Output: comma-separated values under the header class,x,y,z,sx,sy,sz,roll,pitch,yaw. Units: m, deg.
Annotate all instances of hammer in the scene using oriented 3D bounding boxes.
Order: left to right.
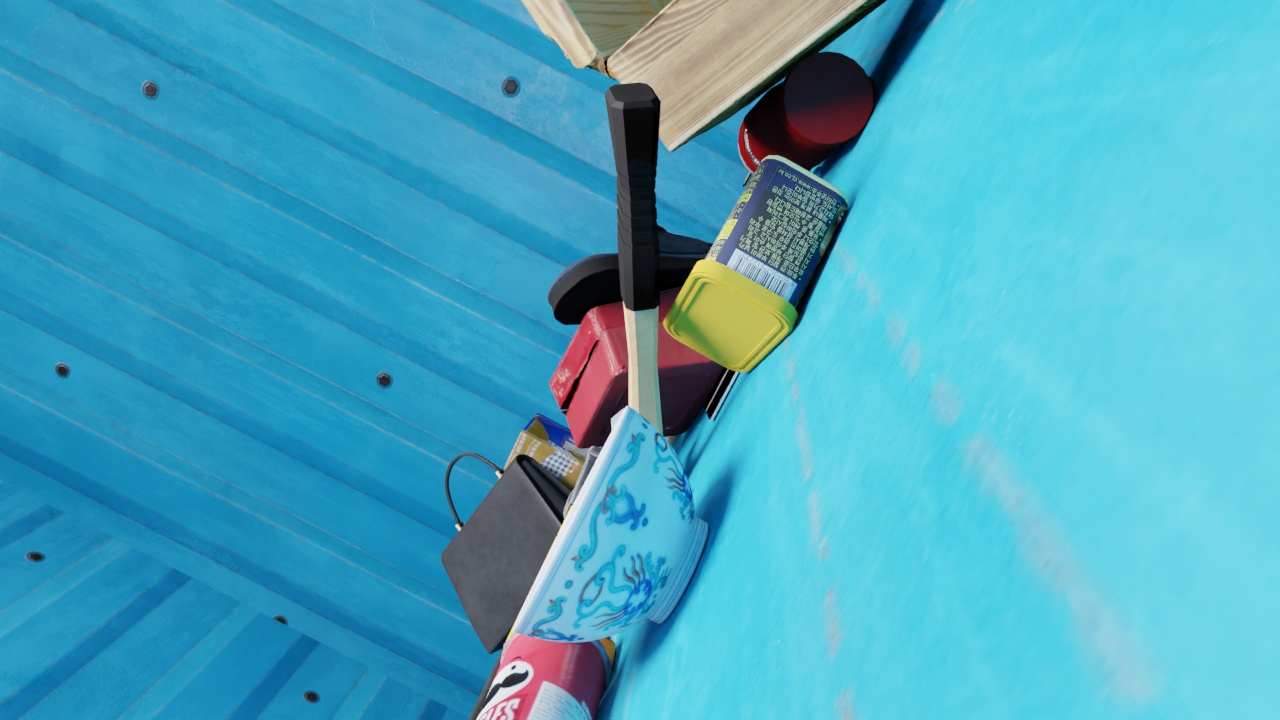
class,x,y,z,sx,sy,sz,roll,pitch,yaw
hammer,-0.092,0.213,0.770,0.170,0.034,0.323,112,-177,-58
hammer,0.001,-0.030,0.661,0.131,0.039,0.329,-108,13,-55

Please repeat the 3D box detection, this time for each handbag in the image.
class,x,y,z,sx,sy,sz,roll,pitch,yaw
handbag,-0.157,0.187,1.025,0.176,0.196,0.072,-52,-22,22

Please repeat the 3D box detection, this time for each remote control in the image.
class,x,y,z,sx,sy,sz,roll,pitch,yaw
remote control,0.083,-0.008,0.758,0.124,0.012,0.028,-63,1,9

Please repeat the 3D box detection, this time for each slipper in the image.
class,x,y,z,sx,sy,sz,roll,pitch,yaw
slipper,0.013,-0.092,0.879,0.265,0.083,0.109,-4,-31,-44

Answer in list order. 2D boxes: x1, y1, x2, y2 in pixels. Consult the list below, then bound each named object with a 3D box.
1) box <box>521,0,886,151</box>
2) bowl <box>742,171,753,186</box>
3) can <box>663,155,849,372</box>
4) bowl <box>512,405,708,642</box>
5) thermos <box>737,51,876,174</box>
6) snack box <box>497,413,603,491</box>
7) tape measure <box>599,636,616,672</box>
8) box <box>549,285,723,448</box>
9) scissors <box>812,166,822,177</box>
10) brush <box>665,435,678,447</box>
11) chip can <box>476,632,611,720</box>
class,x,y,z,sx,sy,sz,roll,pitch,yaw
box,0.035,-0.386,0.807,0.287,0.336,0.278,-35,8,30
bowl,0.173,-0.244,1.077,0.115,0.059,0.115,-63,1,1
can,0.081,-0.066,0.656,0.104,0.075,0.135,-60,0,-18
bowl,-0.008,0.107,0.535,0.144,0.074,0.144,-63,1,1
thermos,0.156,-0.224,0.849,0.108,0.084,0.198,-29,4,-3
snack box,-0.104,0.189,1.089,0.203,0.155,0.069,-63,0,20
tape measure,-0.042,0.211,0.633,0.058,0.038,0.058,-63,1,17
box,-0.001,0.012,0.863,0.097,0.129,0.158,69,154,21
scissors,0.149,-0.133,0.892,0.095,0.015,0.142,121,171,-59
brush,0.017,0.114,0.990,0.151,0.012,0.039,-63,0,10
chip can,-0.068,0.231,0.485,0.073,0.073,0.232,-63,2,17
